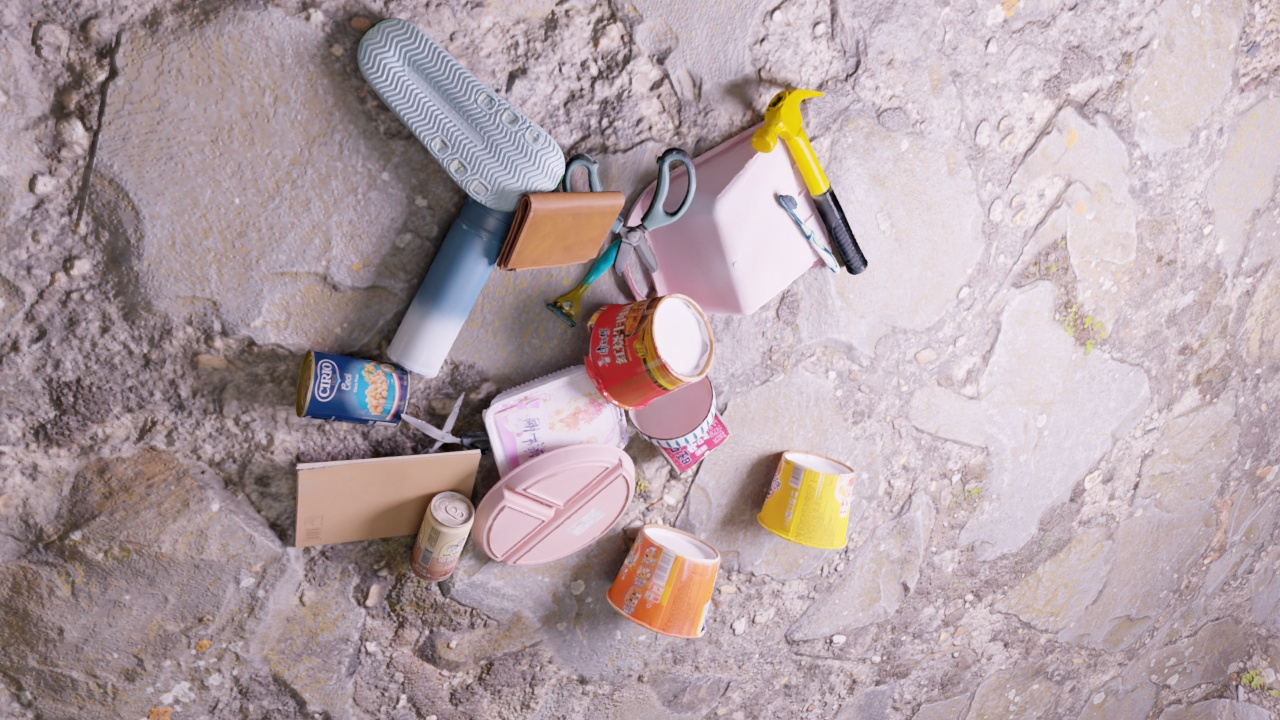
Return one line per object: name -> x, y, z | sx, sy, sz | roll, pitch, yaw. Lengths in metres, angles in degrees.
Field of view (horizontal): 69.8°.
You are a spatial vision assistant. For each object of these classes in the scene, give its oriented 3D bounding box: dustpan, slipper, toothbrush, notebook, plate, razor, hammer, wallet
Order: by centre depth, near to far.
slipper -> -0.191, -0.253, 0.967 | 0.245, 0.074, 0.104 | 42, 92, -18
wallet -> -0.091, -0.139, 1.029 | 0.130, 0.035, 0.119 | -11, 147, -41
notebook -> -0.309, 0.170, 1.116 | 0.211, 0.012, 0.150 | -3, 134, -25
razor -> -0.058, -0.102, 1.124 | 0.043, 0.028, 0.132 | 39, 97, -9
dustpan -> 0.107, -0.174, 1.182 | 0.272, 0.139, 0.223 | -43, 127, -36
hammer -> 0.233, -0.222, 1.186 | 0.128, 0.033, 0.301 | -58, 134, -23
plate -> -0.107, 0.194, 1.195 | 0.229, 0.028, 0.230 | -20, 141, -17
toothbrush -> 0.227, -0.163, 1.202 | 0.191, 0.018, 0.016 | 38, 53, -47

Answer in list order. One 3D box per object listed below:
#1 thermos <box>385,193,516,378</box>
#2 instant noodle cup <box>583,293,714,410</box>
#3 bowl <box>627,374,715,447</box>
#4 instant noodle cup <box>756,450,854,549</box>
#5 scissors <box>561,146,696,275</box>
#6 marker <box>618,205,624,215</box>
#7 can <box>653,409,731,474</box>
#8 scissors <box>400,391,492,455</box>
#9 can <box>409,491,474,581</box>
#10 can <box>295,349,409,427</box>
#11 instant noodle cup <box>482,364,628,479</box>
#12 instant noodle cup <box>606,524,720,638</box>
thermos -> -0.209, -0.087, 1.037 | 0.070, 0.070, 0.220 | 25, 101, -32
instant noodle cup -> 0.017, -0.015, 1.118 | 0.137, 0.109, 0.137 | 17, 66, -42
bowl -> 0.045, 0.065, 1.209 | 0.116, 0.116, 0.066 | -37, 148, -6
instant noodle cup -> 0.251, 0.201, 1.359 | 0.138, 0.138, 0.110 | 7, 101, -28
scissors -> 0.000, -0.187, 1.069 | 0.181, 0.019, 0.170 | -29, 111, 14
marker -> -0.075, -0.172, 1.093 | 0.124, 0.015, 0.018 | -14, 110, -22
can -> 0.069, 0.105, 1.260 | 0.093, 0.066, 0.066 | -37, 123, -5
scissors -> -0.239, 0.093, 1.099 | 0.160, 0.014, 0.180 | -38, 150, 14
can -> -0.249, 0.222, 1.148 | 0.058, 0.058, 0.117 | 5, 131, -27
can -> -0.323, 0.033, 1.034 | 0.111, 0.075, 0.075 | 10, 108, -29
instant noodle cup -> -0.111, 0.075, 1.164 | 0.173, 0.060, 0.138 | -20, 120, -15
instant noodle cup -> 0.040, 0.307, 1.300 | 0.151, 0.151, 0.111 | 16, 97, -31
